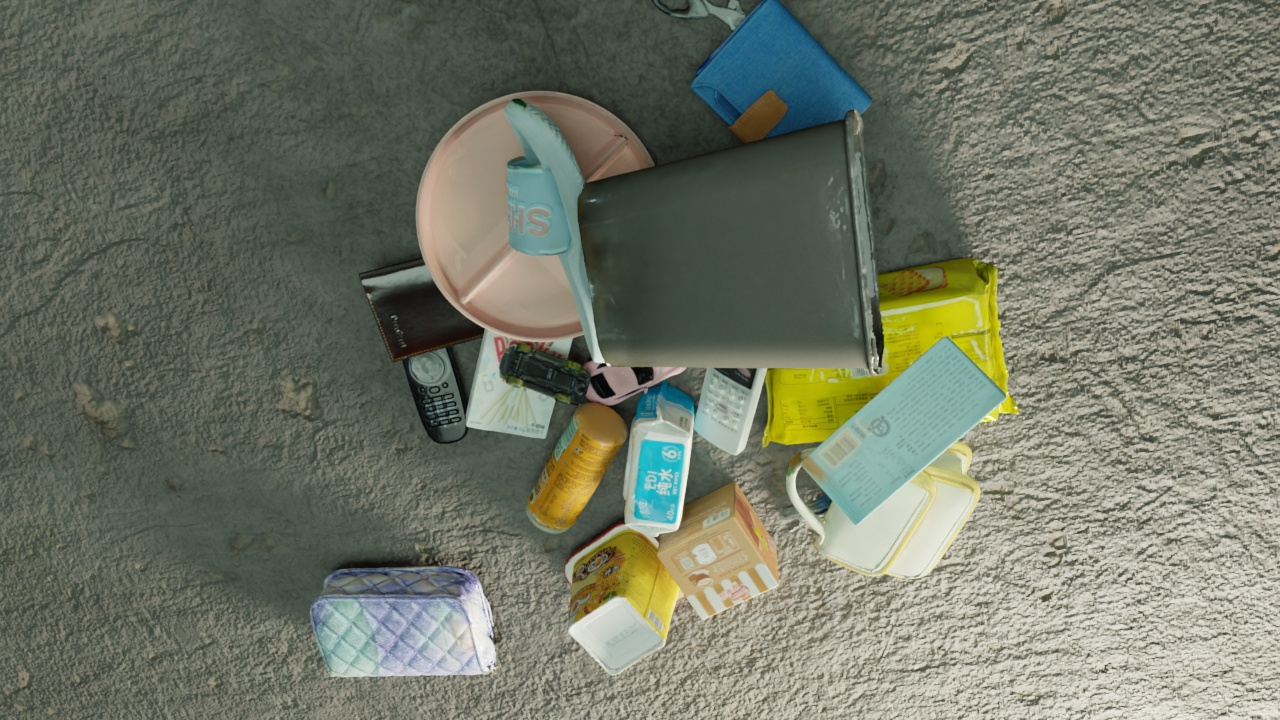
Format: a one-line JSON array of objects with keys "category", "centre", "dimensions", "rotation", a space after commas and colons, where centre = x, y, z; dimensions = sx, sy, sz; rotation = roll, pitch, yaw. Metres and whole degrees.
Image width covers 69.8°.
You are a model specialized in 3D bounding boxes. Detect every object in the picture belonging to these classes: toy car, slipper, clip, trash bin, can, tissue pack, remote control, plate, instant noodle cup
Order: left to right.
[{"category": "remote control", "centre": [-0.214, 0.021, 0.954], "dimensions": [0.053, 0.024, 0.136], "rotation": [-11, 107, 5]}, {"category": "plate", "centre": [-0.091, -0.131, 0.852], "dimensions": [0.229, 0.028, 0.230], "rotation": [-3, 106, -9]}, {"category": "toy car", "centre": [-0.095, 0.015, 0.897], "dimensions": [0.090, 0.035, 0.042], "rotation": [21, 74, -16]}, {"category": "slipper", "centre": [-0.076, -0.105, 0.796], "dimensions": [0.074, 0.104, 0.245], "rotation": [-20, 115, -6]}, {"category": "can", "centre": [-0.067, 0.112, 0.944], "dimensions": [0.058, 0.058, 0.146], "rotation": [27, 123, -5]}, {"category": "instant noodle cup", "centre": [-0.019, 0.254, 0.973], "dimensions": [0.116, 0.123, 0.116], "rotation": [-37, 104, 18]}, {"category": "toy car", "centre": [-0.005, 0.005, 0.921], "dimensions": [0.122, 0.037, 0.056], "rotation": [-27, 108, 14]}, {"category": "tissue pack", "centre": [0.017, 0.099, 0.926], "dimensions": [0.063, 0.089, 0.140], "rotation": [7, 113, 2]}, {"category": "remote control", "centre": [0.089, 0.025, 0.895], "dimensions": [0.058, 0.021, 0.150], "rotation": [31, 132, 26]}, {"category": "trash bin", "centre": [0.082, -0.086, 0.754], "dimensions": [0.220, 0.198, 0.199], "rotation": [-6, 102, 17]}, {"category": "clip", "centre": [0.176, 0.161, 0.969], "dimensions": [0.057, 0.024, 0.029], "rotation": [-27, 110, 17]}]

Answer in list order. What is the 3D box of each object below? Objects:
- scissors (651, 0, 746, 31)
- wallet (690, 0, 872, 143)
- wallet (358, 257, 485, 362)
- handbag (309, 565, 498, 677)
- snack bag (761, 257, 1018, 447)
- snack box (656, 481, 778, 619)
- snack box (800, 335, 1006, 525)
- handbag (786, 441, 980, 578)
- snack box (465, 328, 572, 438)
[{"category": "scissors", "centre": [0.081, -0.301, 0.802], "dimensions": [0.159, 0.014, 0.174], "rotation": [6, 113, 3]}, {"category": "wallet", "centre": [0.122, -0.235, 0.806], "dimensions": [0.133, 0.040, 0.106], "rotation": [41, 105, -15]}, {"category": "wallet", "centre": [-0.204, -0.057, 0.909], "dimensions": [0.122, 0.020, 0.096], "rotation": [-15, 112, -4]}, {"category": "handbag", "centre": [-0.267, 0.300, 1.045], "dimensions": [0.194, 0.075, 0.134], "rotation": [-2, 116, 8]}, {"category": "snack bag", "centre": [0.226, -0.001, 0.877], "dimensions": [0.247, 0.068, 0.158], "rotation": [-9, 110, 11]}, {"category": "snack box", "centre": [0.082, 0.199, 0.965], "dimensions": [0.093, 0.077, 0.094], "rotation": [-29, 105, 16]}, {"category": "snack box", "centre": [0.231, 0.062, 0.814], "dimensions": [0.175, 0.051, 0.074], "rotation": [-44, 79, 12]}, {"category": "handbag", "centre": [0.224, 0.143, 0.903], "dimensions": [0.178, 0.063, 0.164], "rotation": [10, 130, -6]}, {"category": "snack box", "centre": [-0.120, 0.002, 0.926], "dimensions": [0.084, 0.027, 0.157], "rotation": [11, 114, -15]}]
